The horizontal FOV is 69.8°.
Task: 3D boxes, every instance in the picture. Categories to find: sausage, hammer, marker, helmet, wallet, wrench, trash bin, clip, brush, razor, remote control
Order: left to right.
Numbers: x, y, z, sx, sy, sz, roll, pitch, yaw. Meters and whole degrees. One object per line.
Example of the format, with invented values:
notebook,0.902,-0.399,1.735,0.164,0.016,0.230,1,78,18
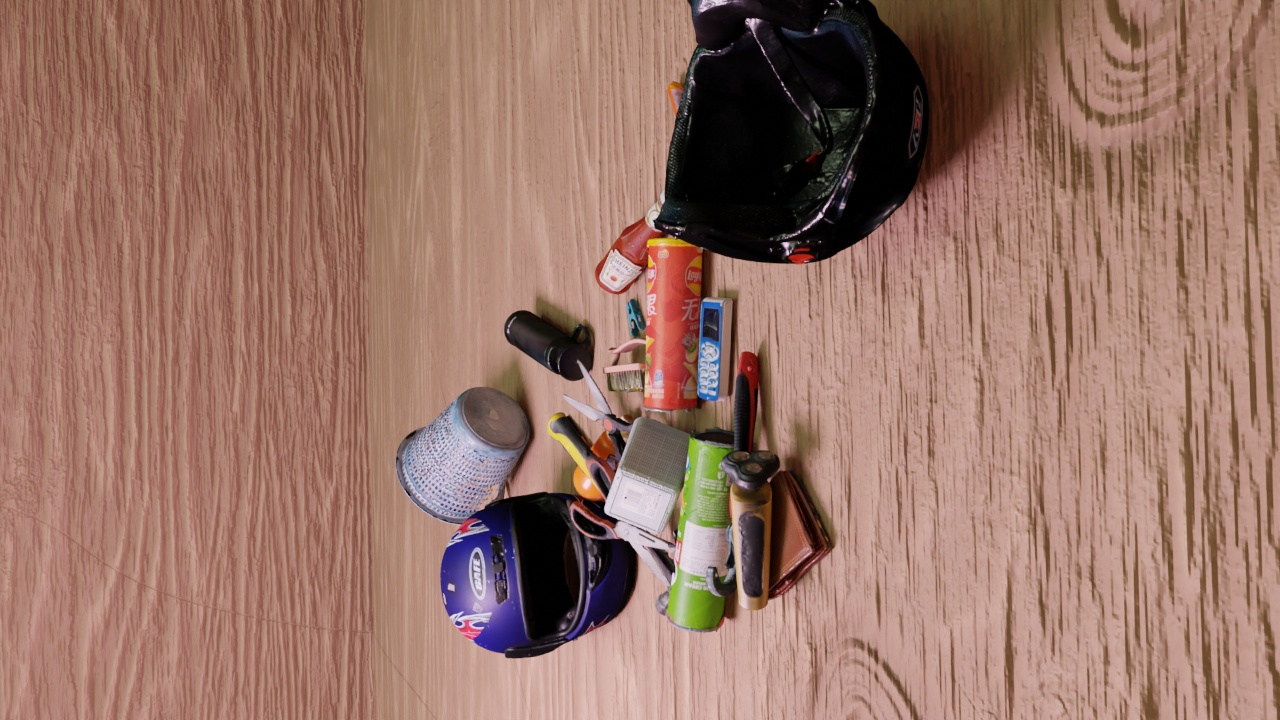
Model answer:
trash bin,-0.313,0.163,1.713,0.196,0.226,0.226,-48,48,35
helmet,-0.176,0.323,1.397,0.316,0.240,0.247,-37,59,56
marker,-0.102,0.124,1.491,0.124,0.015,0.018,49,131,55
hammer,-0.031,0.188,1.256,0.323,0.031,0.126,48,132,30
clip,-0.008,-0.062,1.310,0.038,0.013,0.055,-47,50,52
brush,-0.007,0.007,1.258,0.146,0.063,0.073,-6,89,64
sausage,0.061,-0.294,1.164,0.022,0.021,0.165,-50,47,51
remote control,0.091,-0.014,1.109,0.049,0.024,0.125,14,104,62
wrench,0.109,0.123,1.018,0.016,0.056,0.273,-5,72,46
razor,0.118,0.179,0.971,0.067,0.062,0.167,-6,-85,-84
wallet,0.149,0.190,0.998,0.125,0.032,0.101,-60,37,43
helmet,0.137,-0.199,0.805,0.275,0.229,0.233,11,93,54

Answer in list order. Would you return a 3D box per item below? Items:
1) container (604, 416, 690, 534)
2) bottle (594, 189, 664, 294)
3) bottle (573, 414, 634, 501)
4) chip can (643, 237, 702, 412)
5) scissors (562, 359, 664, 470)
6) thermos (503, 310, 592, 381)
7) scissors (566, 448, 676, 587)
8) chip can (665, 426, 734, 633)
container,0.013,0.145,1.140,0.111,0.090,0.090,-65,-6,-58
bottle,0.002,-0.162,1.240,0.207,0.059,0.059,-46,50,51
bottle,-0.046,0.138,1.341,0.150,0.066,0.066,-62,38,30
chip can,0.041,-0.045,1.155,0.073,0.073,0.216,13,102,62
scissors,-0.022,0.099,1.260,0.229,0.021,0.221,-5,104,48
thermos,-0.150,-0.035,1.539,0.090,0.068,0.243,-56,32,-4
scissors,-0.031,0.214,1.225,0.190,0.015,0.226,-40,69,47
chip can,0.079,0.200,1.086,0.072,0.072,0.236,28,114,59
